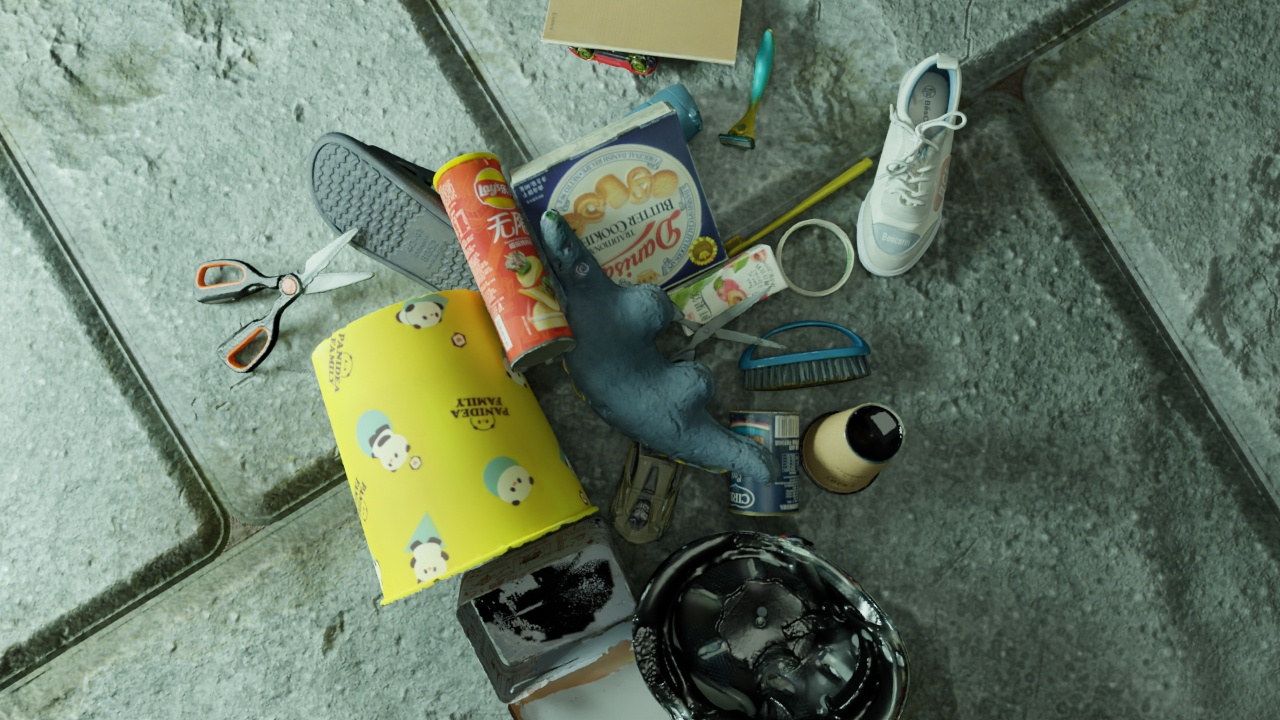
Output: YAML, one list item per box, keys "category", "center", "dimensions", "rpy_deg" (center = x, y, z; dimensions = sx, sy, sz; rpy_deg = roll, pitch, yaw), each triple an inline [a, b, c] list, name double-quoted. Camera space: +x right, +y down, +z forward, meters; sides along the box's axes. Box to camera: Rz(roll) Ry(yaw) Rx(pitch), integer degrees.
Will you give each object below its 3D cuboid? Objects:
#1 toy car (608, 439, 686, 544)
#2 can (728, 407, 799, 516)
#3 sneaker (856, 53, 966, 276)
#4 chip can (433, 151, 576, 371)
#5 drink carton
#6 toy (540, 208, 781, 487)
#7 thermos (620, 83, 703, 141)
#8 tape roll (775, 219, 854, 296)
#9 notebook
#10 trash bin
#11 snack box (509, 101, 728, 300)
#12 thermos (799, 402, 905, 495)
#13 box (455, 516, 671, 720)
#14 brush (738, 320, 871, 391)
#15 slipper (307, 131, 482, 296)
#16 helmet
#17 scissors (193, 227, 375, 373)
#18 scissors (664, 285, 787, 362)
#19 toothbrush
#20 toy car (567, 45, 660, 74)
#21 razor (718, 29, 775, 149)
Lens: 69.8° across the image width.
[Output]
- category: "toy car"
  center: [0.014, 0.122, 1.005]
  dimensions: [0.070, 0.042, 0.158]
  rpy_deg: [16, 87, 0]
- category: "can"
  center: [0.133, 0.107, 0.985]
  dimensions: [0.075, 0.075, 0.111]
  rpy_deg: [1, 88, 1]
- category: "sneaker"
  center: [0.297, -0.209, 0.981]
  dimensions: [0.089, 0.090, 0.242]
  rpy_deg: [14, 90, 2]
- category: "chip can"
  center: [-0.136, -0.099, 0.910]
  dimensions: [0.073, 0.073, 0.216]
  rpy_deg: [-24, 76, 0]
- category: "drink carton"
  center: [0.093, -0.078, 1.003]
  dimensions: [0.122, 0.045, 0.053]
  rpy_deg: [-27, 101, 2]
- category: "toy"
  center: [-0.006, 0.006, 0.946]
  dimensions: [0.138, 0.091, 0.356]
  rpy_deg: [-35, 96, 38]
- category: "thermos"
  center: [-0.031, -0.218, 1.001]
  dimensions: [0.220, 0.070, 0.070]
  rpy_deg: [-36, 89, -1]
- category: "tape roll"
  center: [0.193, -0.114, 1.019]
  dimensions: [0.086, 0.014, 0.086]
  rpy_deg: [0, 89, 1]
- category: "notebook"
  center: [0.006, -0.402, 1.011]
  dimensions: [0.211, 0.012, 0.149]
  rpy_deg: [7, 73, 1]
- category: "trash bin"
  center: [-0.197, 0.081, 0.925]
  dimensions: [0.229, 0.229, 0.255]
  rpy_deg: [-24, 83, 0]
- category: "snack box"
  center: [-0.019, -0.150, 0.964]
  dimensions: [0.178, 0.045, 0.182]
  rpy_deg: [-25, 121, 0]
- category: "thermos"
  center: [0.223, 0.089, 0.957]
  dimensions: [0.093, 0.143, 0.093]
  rpy_deg: [1, 76, -4]
- category: "box"
  center: [-0.067, 0.322, 0.983]
  dimensions: [0.177, 0.082, 0.261]
  rpy_deg: [-24, 102, 0]
- category: "brush"
  center: [0.177, -0.006, 0.996]
  dimensions: [0.144, 0.055, 0.073]
  rpy_deg: [-6, 90, 1]
- category: "slipper"
  center: [-0.236, -0.147, 0.997]
  dimensions: [0.268, 0.083, 0.111]
  rpy_deg: [36, 121, -13]
- category: "helmet"
  center: [0.132, 0.288, 0.942]
  dimensions: [0.274, 0.157, 0.230]
  rpy_deg: [29, 92, 8]
- category: "scissors"
  center: [-0.390, -0.065, 0.999]
  dimensions: [0.225, 0.021, 0.204]
  rpy_deg: [13, 100, 13]
- category: "scissors"
  center: [0.065, -0.034, 0.973]
  dimensions: [0.159, 0.014, 0.182]
  rpy_deg: [38, 123, -7]
- category: "toothbrush"
  center: [0.174, -0.171, 1.020]
  dimensions: [0.190, 0.016, 0.016]
  rpy_deg: [-33, 82, 0]
- category: "toy car"
  center: [-0.030, -0.348, 1.016]
  dimensions: [0.106, 0.031, 0.049]
  rpy_deg: [15, 72, 2]
- category: "razor"
  center: [0.126, -0.300, 1.016]
  dimensions: [0.043, 0.028, 0.132]
  rpy_deg: [17, 92, 32]
